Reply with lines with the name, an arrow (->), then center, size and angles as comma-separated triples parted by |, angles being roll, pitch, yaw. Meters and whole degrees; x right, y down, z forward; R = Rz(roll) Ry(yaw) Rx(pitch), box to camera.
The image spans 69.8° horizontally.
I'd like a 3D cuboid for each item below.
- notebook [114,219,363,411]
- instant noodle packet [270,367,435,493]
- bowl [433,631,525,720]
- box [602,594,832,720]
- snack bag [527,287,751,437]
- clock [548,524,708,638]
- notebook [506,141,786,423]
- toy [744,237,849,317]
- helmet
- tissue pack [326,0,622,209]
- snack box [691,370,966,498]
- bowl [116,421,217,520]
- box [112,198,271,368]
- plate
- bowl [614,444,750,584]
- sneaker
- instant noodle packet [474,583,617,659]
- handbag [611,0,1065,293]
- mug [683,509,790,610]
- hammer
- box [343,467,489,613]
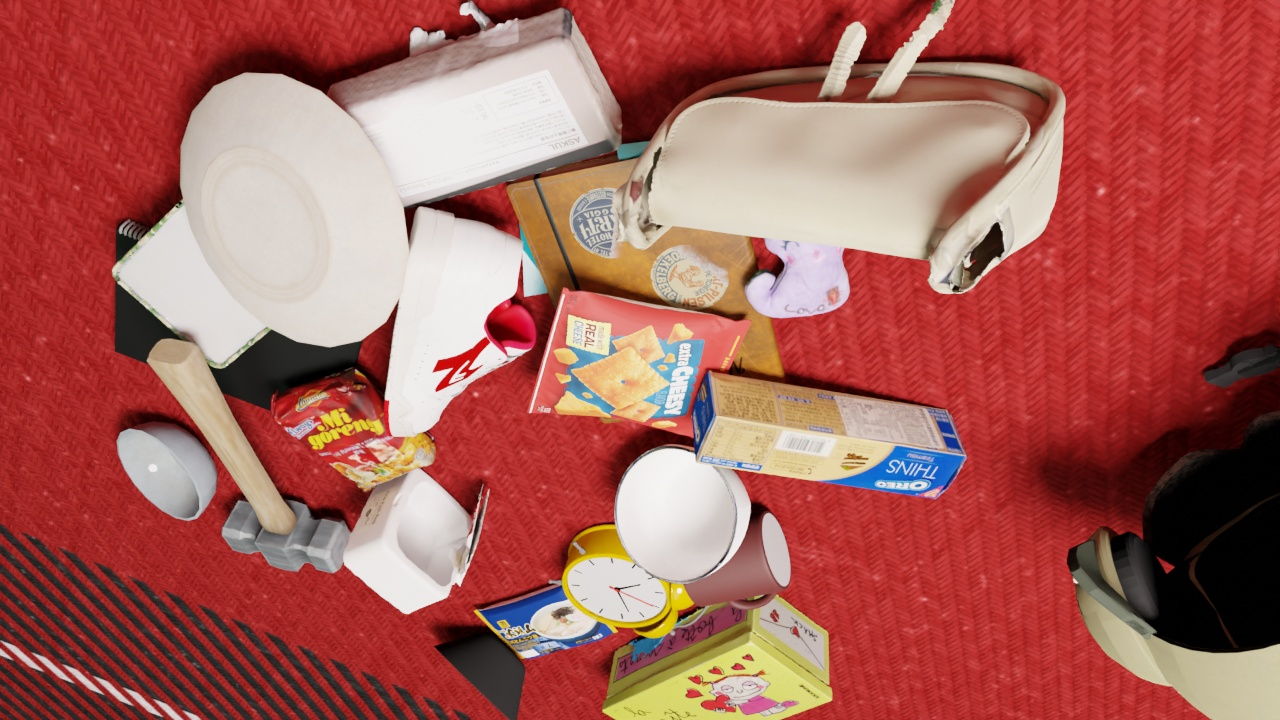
notebook -> -0.349, -0.023, 0.795 | 0.206, 0.016, 0.149 | 22, 130, -8
instant noodle packet -> -0.254, 0.064, 0.819 | 0.099, 0.039, 0.135 | -16, 135, 21
bowl -> -0.165, 0.339, 1.014 | 0.124, 0.052, 0.124 | 38, 159, 17
box -> 0.077, 0.327, 0.956 | 0.124, 0.082, 0.222 | 41, 123, -22
snack bag -> -0.004, 0.004, 0.713 | 0.144, 0.039, 0.131 | 9, 131, -14
clock -> -0.007, 0.221, 0.905 | 0.152, 0.051, 0.114 | 26, 129, -6
notebook -> 0.002, -0.055, 0.702 | 0.179, 0.014, 0.249 | -8, 127, 16
toy -> 0.112, -0.072, 0.652 | 0.080, 0.036, 0.100 | -8, 128, 5
helmet -> 0.427, 0.128, 0.601 | 0.233, 0.254, 0.251 | 36, 127, -14
tissue pack -> -0.111, -0.171, 0.606 | 0.182, 0.071, 0.104 | -10, 142, 21
snack box -> 0.145, 0.060, 0.721 | 0.206, 0.056, 0.057 | 10, 130, -10
bowl -> -0.450, 0.101, 0.888 | 0.106, 0.039, 0.106 | 15, 126, 21
box -> -0.294, -0.089, 0.696 | 0.206, 0.050, 0.117 | -34, 110, 24
plate -> -0.242, -0.093, 0.613 | 0.189, 0.027, 0.189 | 10, 117, 20
bowl -> 0.042, 0.128, 0.786 | 0.116, 0.065, 0.116 | -1, 89, 30
sneaker -> -0.139, -0.013, 0.717 | 0.104, 0.090, 0.237 | 10, 137, -13
instant noodle packet -> -0.102, 0.280, 0.986 | 0.134, 0.026, 0.087 | -23, 118, 26
handbag -> 0.118, -0.126, 0.528 | 0.229, 0.183, 0.132 | 10, 129, 24
mug -> 0.093, 0.193, 0.847 | 0.083, 0.073, 0.106 | -18, 121, 23
hammer -> -0.356, 0.094, 0.823 | 0.117, 0.051, 0.323 | 10, 142, 8
box -> -0.184, 0.156, 0.850 | 0.130, 0.109, 0.103 | -24, 121, 28
